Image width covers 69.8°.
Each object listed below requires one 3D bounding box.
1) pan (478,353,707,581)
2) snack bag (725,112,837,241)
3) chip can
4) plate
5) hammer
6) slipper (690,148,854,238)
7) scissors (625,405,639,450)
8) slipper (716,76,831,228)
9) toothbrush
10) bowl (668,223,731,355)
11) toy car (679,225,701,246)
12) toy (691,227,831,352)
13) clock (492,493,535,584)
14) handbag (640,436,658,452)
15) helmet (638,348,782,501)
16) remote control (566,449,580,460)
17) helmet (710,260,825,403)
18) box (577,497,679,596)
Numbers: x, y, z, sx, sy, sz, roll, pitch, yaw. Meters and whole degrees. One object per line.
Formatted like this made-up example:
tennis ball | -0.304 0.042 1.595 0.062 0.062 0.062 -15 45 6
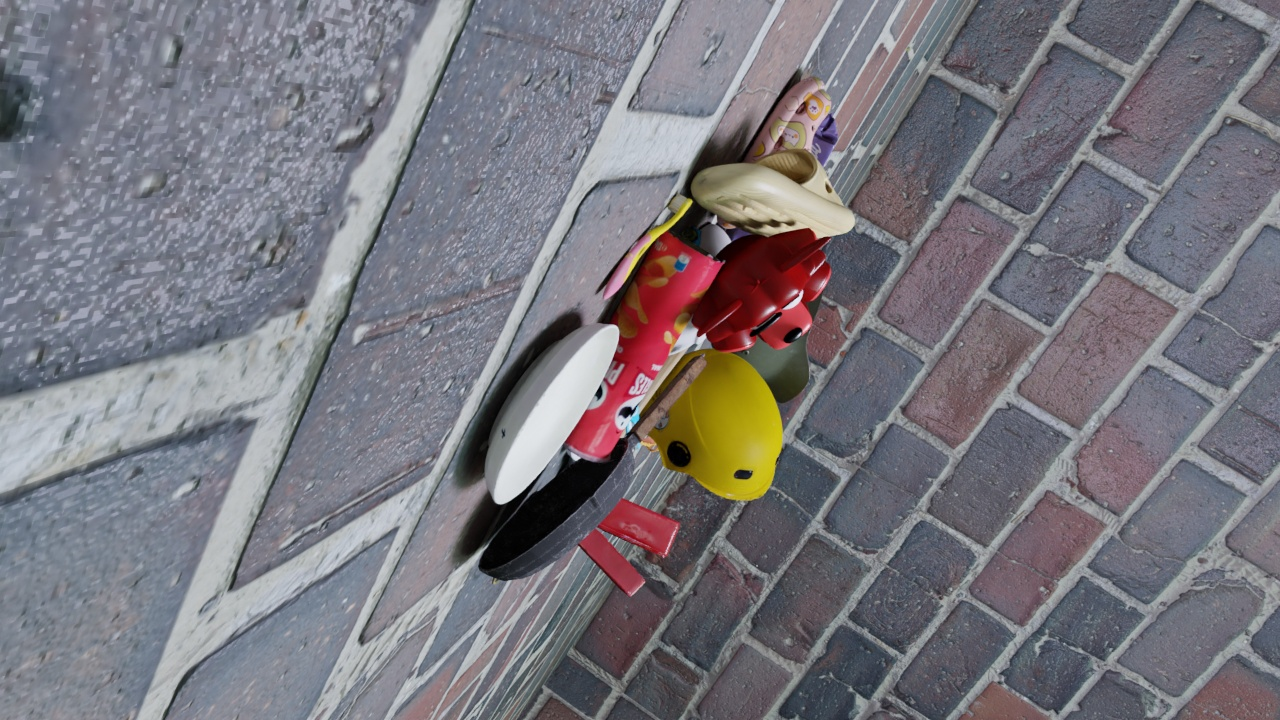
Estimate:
pan | -0.032 0.112 0.995 0.356 0.040 0.208 -43 -171 -27
snack bag | 0.171 -0.215 1.142 0.205 0.058 0.096 -61 -171 5
chip can | -0.005 -0.015 0.898 0.233 0.073 0.073 -59 171 13
plate | -0.083 0.039 0.791 0.182 0.034 0.182 -55 171 -14
hammer | -0.009 0.063 1.241 0.321 0.051 0.118 -53 171 -37
slipper | 0.136 -0.179 0.950 0.261 0.111 0.079 5 81 -57
scissors | -0.006 0.055 1.139 0.083 0.015 0.140 -44 136 -45
slipper | 0.165 -0.225 1.051 0.197 0.081 0.093 -55 172 4
toothbrush | 0.004 -0.104 0.829 0.135 0.016 0.021 -51 171 -23
bowl | 0.066 -0.072 1.093 0.176 0.066 0.177 -55 171 -14
toy car | 0.038 -0.096 0.975 0.105 0.032 0.048 -55 170 -20
toy | 0.125 -0.071 0.946 0.158 0.120 0.197 -34 -177 7
clock | -0.130 0.212 1.078 0.129 0.052 0.090 -53 170 -27
handbag | 0.035 0.099 1.554 0.109 0.060 0.172 -52 171 -4
helmet | 0.120 0.075 1.354 0.208 0.240 0.140 -19 143 -41
remote control | -0.039 0.062 1.083 0.136 0.013 0.043 -52 137 0
helmet | 0.193 -0.072 1.448 0.269 0.153 0.226 119 -16 -51
box | -0.035 0.231 1.287 0.122 0.136 0.157 -48 -168 -9
